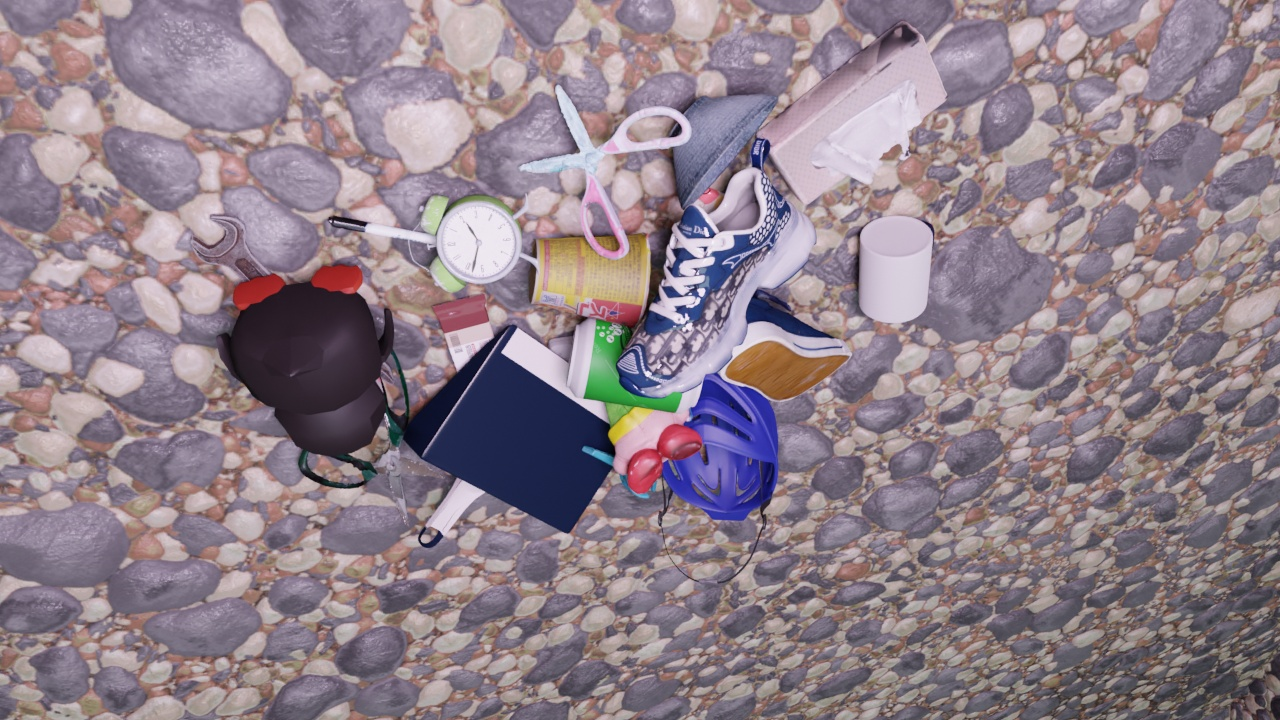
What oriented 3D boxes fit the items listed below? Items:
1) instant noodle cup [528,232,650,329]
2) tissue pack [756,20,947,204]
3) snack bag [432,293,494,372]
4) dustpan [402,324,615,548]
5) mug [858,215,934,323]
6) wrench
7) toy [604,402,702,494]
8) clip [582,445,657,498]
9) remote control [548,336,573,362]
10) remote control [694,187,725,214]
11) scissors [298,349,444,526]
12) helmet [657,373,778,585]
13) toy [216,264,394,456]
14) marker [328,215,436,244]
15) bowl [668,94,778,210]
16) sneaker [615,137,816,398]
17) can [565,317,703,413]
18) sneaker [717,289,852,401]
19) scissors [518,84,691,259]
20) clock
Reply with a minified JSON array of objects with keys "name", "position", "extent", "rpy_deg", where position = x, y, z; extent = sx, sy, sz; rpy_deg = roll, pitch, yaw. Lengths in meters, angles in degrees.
[{"name":"instant noodle cup","position":[-0.055,-0.085,0.937],"extent":[0.112,0.100,0.101],"rpy_deg":[2,129,-13]},{"name":"tissue pack","position":[0.219,-0.238,0.922],"extent":[0.181,0.071,0.104],"rpy_deg":[-37,132,8]},{"name":"snack bag","position":[-0.180,-0.006,1.007],"extent":[0.057,0.013,0.158],"rpy_deg":[-15,133,-6]},{"name":"dustpan","position":[-0.162,0.116,1.066],"extent":[0.236,0.080,0.273],"rpy_deg":[37,84,-40]},{"name":"mug","position":[0.304,-0.114,1.064],"extent":[0.111,0.079,0.097],"rpy_deg":[-39,140,-25]},{"name":"wrench","position":[-0.340,-0.041,0.916],"extent":[0.070,0.010,0.273],"rpy_deg":[-28,134,4]},{"name":"toy","position":[0.002,0.063,1.035],"extent":[0.124,0.131,0.097],"rpy_deg":[-40,139,4]},{"name":"clip","position":[-0.007,0.117,1.113],"extent":[0.097,0.026,0.116],"rpy_deg":[-39,127,-15]},{"name":"remote control","position":[-0.072,0.032,1.079],"extent":[0.074,0.019,0.151],"rpy_deg":[-7,131,-15]},{"name":"remote control","position":[0.108,-0.151,0.987],"extent":[0.125,0.018,0.038],"rpy_deg":[15,123,-29]},{"name":"scissors","position":[-0.298,0.084,0.983],"extent":[0.206,0.015,0.202],"rpy_deg":[-6,99,26]},{"name":"helmet","position":[0.088,0.140,1.098],"extent":[0.148,0.227,0.242],"rpy_deg":[-1,135,15]},{"name":"toy","position":[-0.306,0.025,0.880],"extent":[0.159,0.140,0.184],"rpy_deg":[-9,134,-7]},{"name":"marker","position":[-0.224,-0.122,0.889],"extent":[0.152,0.011,0.011],"rpy_deg":[7,127,-27]},{"name":"bowl","position":[0.065,-0.213,0.873],"extent":[0.057,0.136,0.137],"rpy_deg":[41,113,1]},{"name":"sneaker","position":[0.059,-0.088,0.887],"extent":[0.269,0.103,0.132],"rpy_deg":[-48,136,-16]},{"name":"can","position":[-0.006,0.006,0.989],"extent":[0.140,0.087,0.088],"rpy_deg":[9,128,-6]},{"name":"sneaker","position":[0.153,-0.036,1.069],"extent":[0.121,0.127,0.294],"rpy_deg":[-41,152,22]},{"name":"scissors","position":[-0.028,-0.182,0.856],"extent":[0.177,0.013,0.170],"rpy_deg":[-17,107,21]},{"name":"clock","position":[-0.161,-0.115,0.880],"extent":[0.119,0.042,0.094],"rpy_deg":[-8,110,-5]}]
